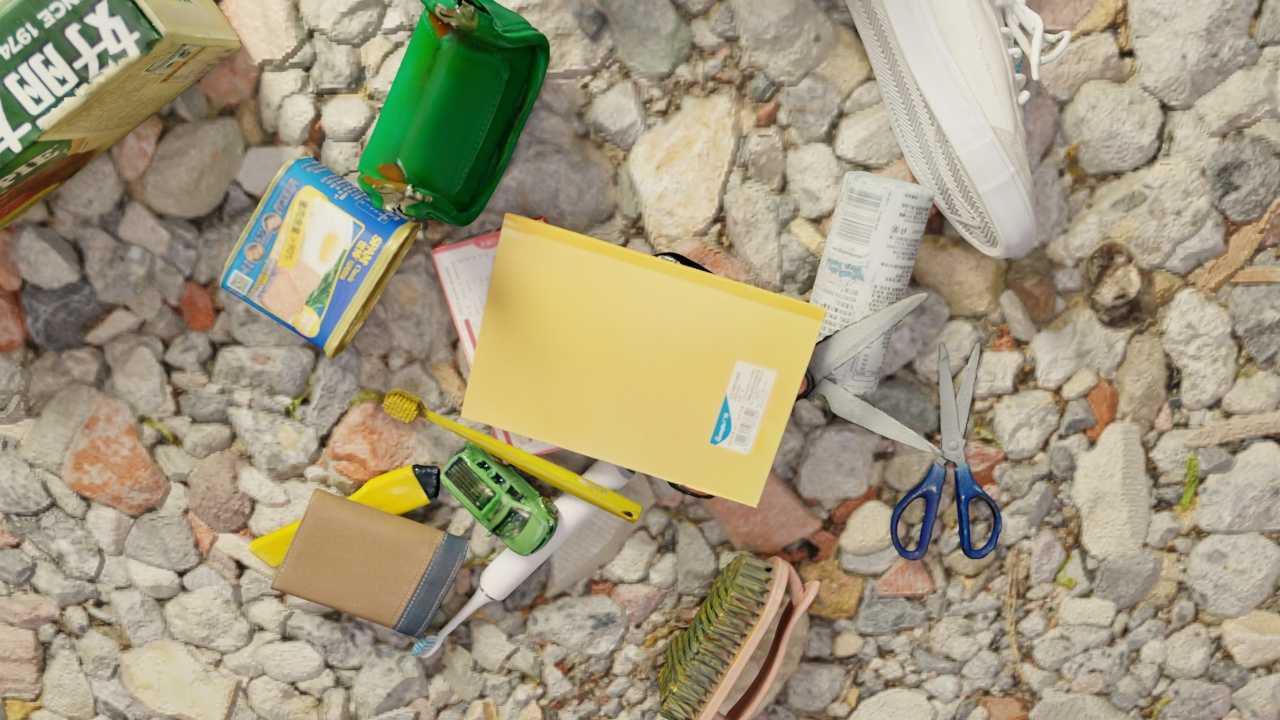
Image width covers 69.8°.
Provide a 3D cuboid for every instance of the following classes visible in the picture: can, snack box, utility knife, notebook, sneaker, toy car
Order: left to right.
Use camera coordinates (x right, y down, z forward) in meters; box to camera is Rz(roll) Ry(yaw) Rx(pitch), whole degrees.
[{"bbox_3d":[-0.353,-0.136,0.521,0.240,0.114,0.063,-33,107,8],"label":"snack box"},{"bbox_3d":[-0.202,-0.066,0.580,0.083,0.057,0.102,34,103,-9],"label":"can"},{"bbox_3d":[-0.210,0.110,0.656,0.154,0.015,0.033,-24,102,6],"label":"utility knife"},{"bbox_3d":[-0.099,0.097,0.638,0.091,0.036,0.043,41,100,7],"label":"toy car"},{"bbox_3d":[-0.078,-0.012,0.617,0.077,0.027,0.156,-15,108,3],"label":"snack box"},{"bbox_3d":[-0.003,0.003,0.583,0.206,0.010,0.146,17,112,2],"label":"notebook"},{"bbox_3d":[0.143,-0.046,0.599,0.058,0.058,0.147,11,107,-6],"label":"can"},{"bbox_3d":[0.195,-0.182,0.549,0.091,0.089,0.242,-27,100,1],"label":"sneaker"}]

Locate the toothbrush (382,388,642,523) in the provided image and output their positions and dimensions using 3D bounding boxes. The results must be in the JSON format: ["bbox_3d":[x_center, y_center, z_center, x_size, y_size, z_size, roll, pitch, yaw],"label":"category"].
[{"bbox_3d":[-0.085,0.067,0.618,0.190,0.016,0.016,27,106,-10],"label":"toothbrush"}]

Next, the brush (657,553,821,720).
[{"bbox_3d":[0.072,0.207,0.675,0.073,0.063,0.146,28,103,-6],"label":"brush"}]

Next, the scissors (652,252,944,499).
[{"bbox_3d":[0.079,0.015,0.596,0.234,0.021,0.221,37,122,9],"label":"scissors"}]

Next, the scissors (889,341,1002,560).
[{"bbox_3d":[0.234,0.072,0.665,0.140,0.012,0.171,29,103,-9],"label":"scissors"}]

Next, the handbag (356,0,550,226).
[{"bbox_3d":[-0.108,-0.143,0.526,0.068,0.120,0.131,26,107,-4],"label":"handbag"}]

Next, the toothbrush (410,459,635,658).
[{"bbox_3d":[-0.089,0.146,0.667,0.221,0.026,0.026,-44,142,11],"label":"toothbrush"}]

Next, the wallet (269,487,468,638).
[{"bbox_3d":[-0.190,0.145,0.648,0.115,0.033,0.090,23,111,-18],"label":"wallet"}]

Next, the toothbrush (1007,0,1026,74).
[{"bbox_3d":[0.245,-0.281,0.545,0.027,0.026,0.225,2,109,-26],"label":"toothbrush"}]
